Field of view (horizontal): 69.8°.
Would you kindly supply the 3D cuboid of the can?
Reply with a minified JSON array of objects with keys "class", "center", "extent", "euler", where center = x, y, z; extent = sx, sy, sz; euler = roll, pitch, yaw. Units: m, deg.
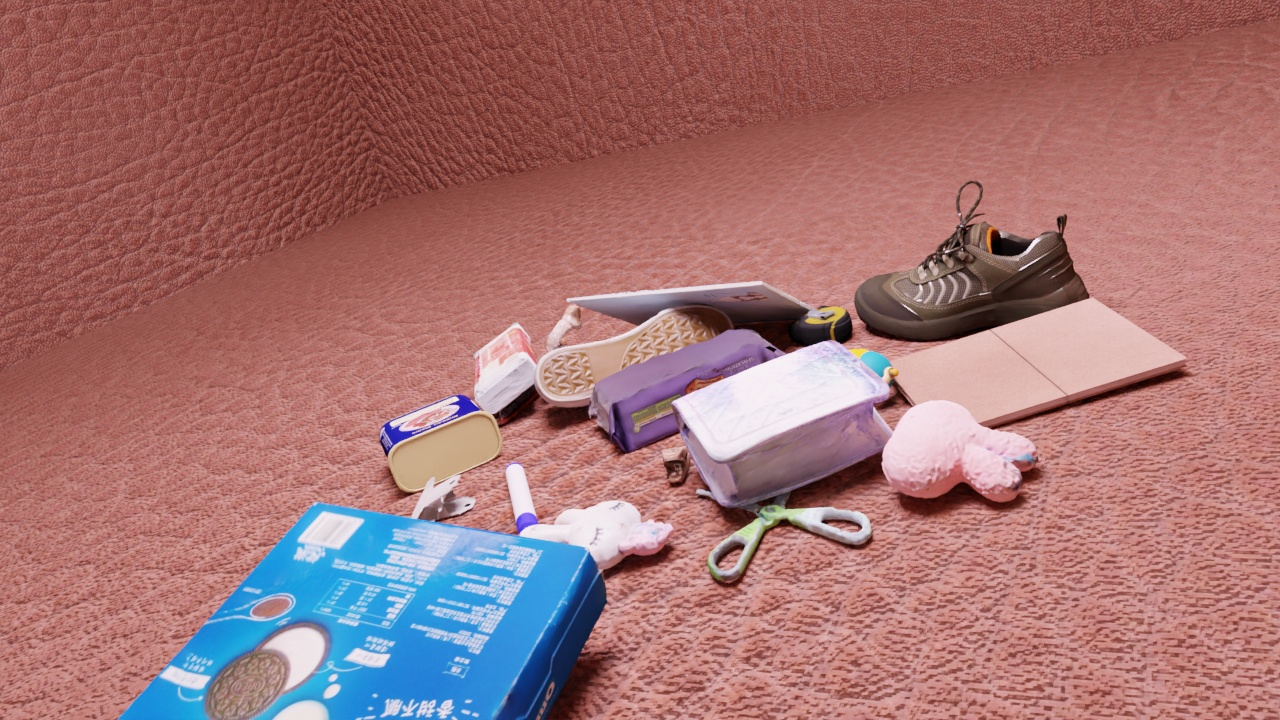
[{"class":"can","center":[-0.217,0.084,0.979],"extent":[0.116,0.056,0.092],"euler":[-22,20,-18]}]

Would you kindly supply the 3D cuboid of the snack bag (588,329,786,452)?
[{"class":"snack bag","center":[0.048,0.021,0.941],"extent":[0.205,0.058,0.096],"euler":[-23,20,-12]}]

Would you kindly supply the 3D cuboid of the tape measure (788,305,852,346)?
[{"class":"tape measure","center":[0.205,-0.040,1.026],"extent":[0.061,0.034,0.061],"euler":[-29,26,-31]}]

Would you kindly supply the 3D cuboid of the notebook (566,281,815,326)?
[{"class":"notebook","center":[0.067,-0.062,1.086],"extent":[0.254,0.009,0.181],"euler":[-3,-10,33]}]

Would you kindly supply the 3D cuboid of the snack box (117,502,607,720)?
[{"class":"snack box","center":[-0.166,0.187,0.576],"extent":[0.239,0.056,0.195],"euler":[4,37,24]}]

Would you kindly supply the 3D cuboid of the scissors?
[{"class":"scissors","center":[0.106,0.121,0.712],"extent":[0.173,0.023,0.170],"euler":[-9,22,33]}]

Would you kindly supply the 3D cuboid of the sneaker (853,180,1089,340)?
[{"class":"sneaker","center":[0.325,-0.102,0.942],"extent":[0.238,0.143,0.100],"euler":[-1,25,35]}]

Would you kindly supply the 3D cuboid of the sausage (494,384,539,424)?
[{"class":"sausage","center":[-0.132,0.038,1.092],"extent":[0.020,0.020,0.154],"euler":[-4,23,29]}]

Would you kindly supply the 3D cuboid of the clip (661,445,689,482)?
[{"class":"clip","center":[0.029,0.088,0.825],"extent":[0.026,0.052,0.058],"euler":[-12,48,11]}]

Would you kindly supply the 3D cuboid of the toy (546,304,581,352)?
[{"class":"toy","center":[-0.089,-0.004,1.090],"extent":[0.074,0.085,0.105],"euler":[-27,18,41]}]

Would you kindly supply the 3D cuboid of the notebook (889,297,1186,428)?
[{"class":"notebook","center":[0.340,0.003,0.816],"extent":[0.209,0.008,0.141],"euler":[-18,26,1]}]

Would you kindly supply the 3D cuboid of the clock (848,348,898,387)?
[{"class":"clock","center":[0.184,0.020,0.867],"extent":[0.099,0.044,0.129],"euler":[-22,11,0]}]

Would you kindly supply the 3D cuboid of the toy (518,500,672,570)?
[{"class":"toy","center":[-0.033,0.137,0.730],"extent":[0.123,0.038,0.079],"euler":[-2,17,26]}]

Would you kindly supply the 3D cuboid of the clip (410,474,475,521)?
[{"class":"clip","center":[-0.186,0.139,0.877],"extent":[0.056,0.045,0.101],"euler":[-20,20,8]}]

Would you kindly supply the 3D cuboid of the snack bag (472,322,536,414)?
[{"class":"snack bag","center":[-0.167,0.006,1.125],"extent":[0.077,0.041,0.225],"euler":[-37,14,0]}]

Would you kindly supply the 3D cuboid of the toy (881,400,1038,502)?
[{"class":"toy","center":[0.239,0.070,0.690],"extent":[0.105,0.053,0.108],"euler":[14,33,34]}]

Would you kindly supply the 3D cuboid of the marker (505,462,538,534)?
[{"class":"marker","center":[-0.108,0.129,0.833],"extent":[0.020,0.020,0.141],"euler":[-18,19,-8]}]

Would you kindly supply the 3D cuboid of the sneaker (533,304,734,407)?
[{"class":"sneaker","center":[-0.006,0.006,1.033],"extent":[0.235,0.087,0.079],"euler":[-17,-15,-14]}]

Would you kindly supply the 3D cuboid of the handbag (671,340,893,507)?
[{"class":"handbag","center":[0.117,0.048,0.766],"extent":[0.158,0.069,0.126],"euler":[-22,30,-5]}]
